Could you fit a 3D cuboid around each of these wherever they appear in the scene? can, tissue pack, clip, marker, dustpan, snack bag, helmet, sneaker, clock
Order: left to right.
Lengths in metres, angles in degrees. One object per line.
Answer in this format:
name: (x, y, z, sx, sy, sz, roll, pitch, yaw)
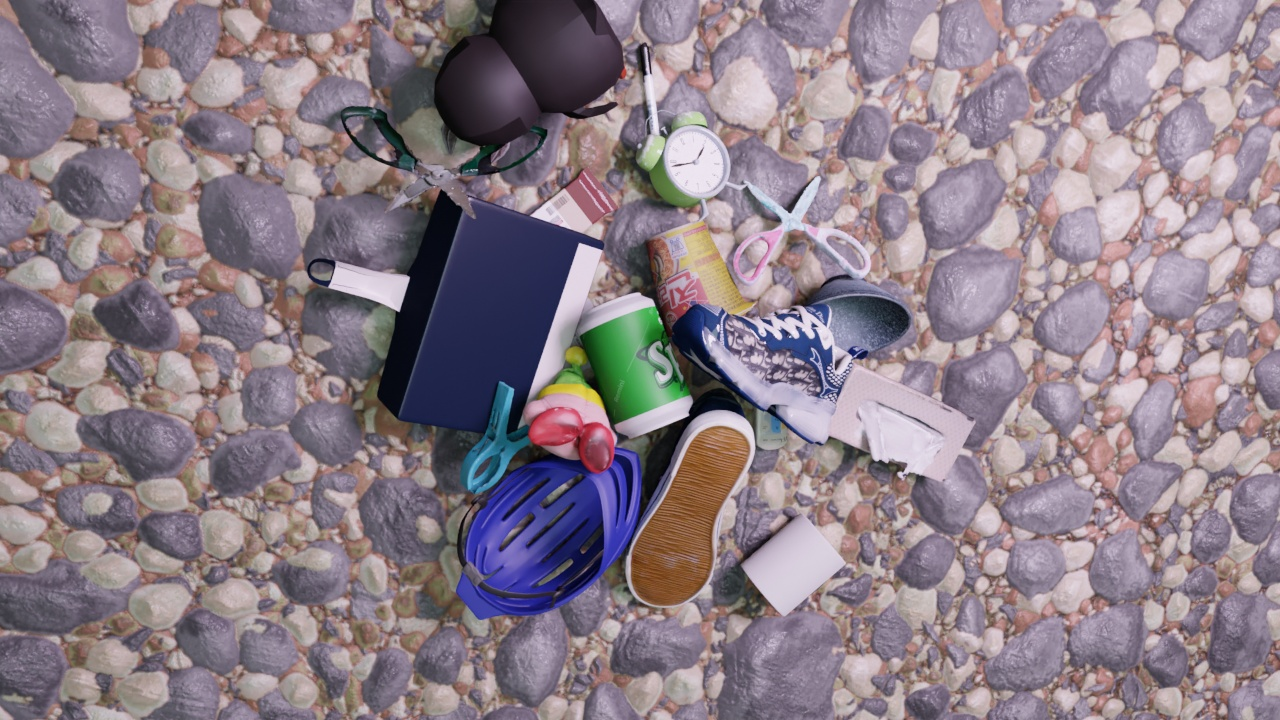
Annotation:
dustpan: (-0.201, -0.055, 0.956, 0.272, 0.080, 0.236, 13, 100, -38)
clip: (-0.147, 0.094, 0.987, 0.097, 0.026, 0.116, 39, 84, -37)
helmet: (-0.101, 0.177, 0.959, 0.241, 0.227, 0.148, -43, 79, 0)
snack bag: (-0.102, -0.139, 0.998, 0.158, 0.013, 0.057, -39, 103, 0)
can: (-0.006, 0.006, 0.973, 0.087, 0.088, 0.140, -21, 87, -5)
marker: (0.013, -0.265, 0.992, 0.011, 0.011, 0.152, -10, 104, -8)
clock: (0.048, -0.212, 0.980, 0.094, 0.043, 0.119, -38, 99, -24)
sneaker: (0.058, 0.156, 1.059, 0.120, 0.127, 0.295, 13, 119, -8)
sneaker: (0.145, -0.014, 0.963, 0.269, 0.103, 0.132, 31, 96, -43)
tissue pack: (0.302, 0.079, 1.090, 0.181, 0.071, 0.104, 24, 96, -17)

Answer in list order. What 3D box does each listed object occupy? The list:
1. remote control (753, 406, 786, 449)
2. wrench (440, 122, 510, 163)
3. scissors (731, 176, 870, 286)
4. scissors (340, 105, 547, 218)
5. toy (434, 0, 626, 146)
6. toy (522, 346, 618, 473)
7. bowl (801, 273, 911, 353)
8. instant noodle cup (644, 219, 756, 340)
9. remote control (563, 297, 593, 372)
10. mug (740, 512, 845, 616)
remote control: (0.152, 0.043, 1.079, 0.038, 0.018, 0.125, -3, 101, -9)
wrench: (-0.113, -0.322, 0.958, 0.070, 0.010, 0.273, 34, 95, -15)
scissors: (0.174, -0.134, 1.007, 0.177, 0.013, 0.170, 31, 66, 5)
scissors: (-0.206, -0.215, 0.920, 0.205, 0.015, 0.201, 35, 54, 16)
toy: (-0.115, -0.283, 0.886, 0.184, 0.140, 0.159, -35, 100, 0)
toy: (-0.064, 0.052, 0.967, 0.124, 0.131, 0.097, 24, 103, -22)
bowl: (0.233, -0.061, 1.039, 0.137, 0.137, 0.057, 6, 61, -11)
instant noodle cup: (0.053, -0.090, 0.999, 0.100, 0.100, 0.112, -22, 97, -5)
remote control: (-0.109, -0.006, 1.022, 0.151, 0.019, 0.074, -28, 105, -4)
mug: (0.190, 0.252, 1.106, 0.097, 0.078, 0.112, -41, 133, 0)
